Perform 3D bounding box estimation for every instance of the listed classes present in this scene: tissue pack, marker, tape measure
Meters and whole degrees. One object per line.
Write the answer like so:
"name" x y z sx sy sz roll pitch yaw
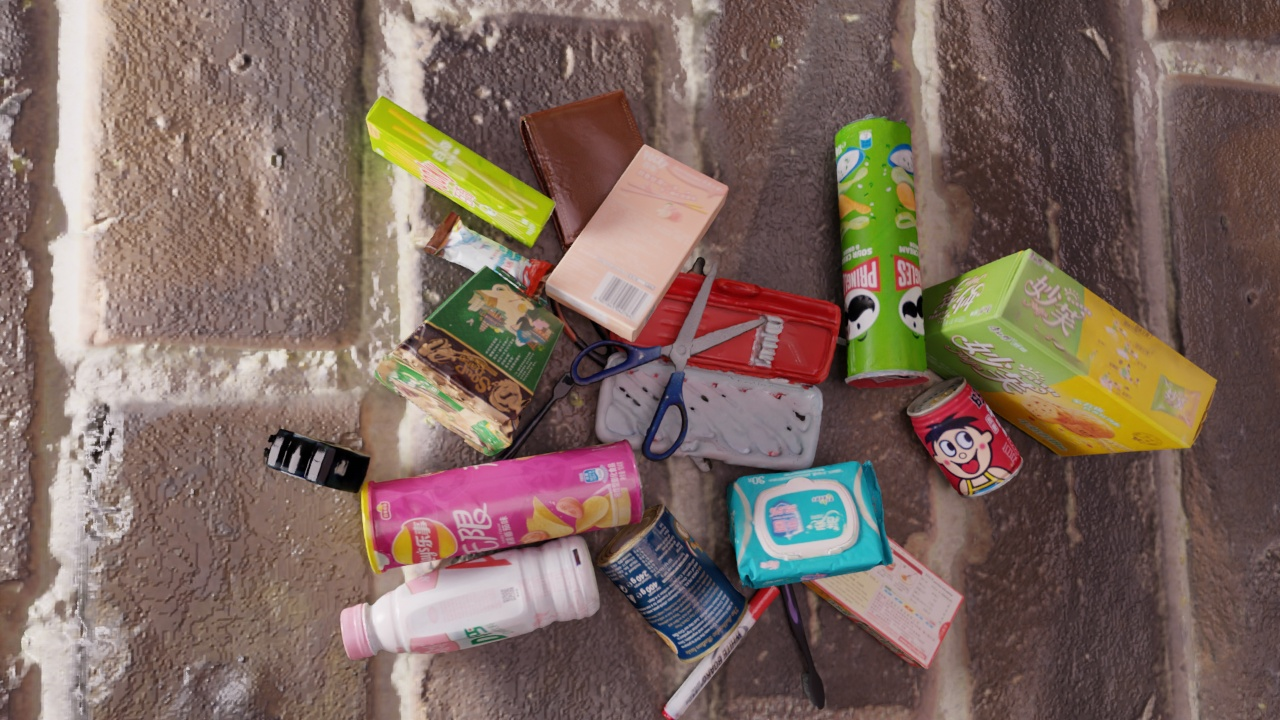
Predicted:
"tissue pack" 0.141 0.138 0.777 0.133 0.050 0.093 -8 64 -2
"marker" 0.070 0.251 0.794 0.017 0.017 0.145 43 77 -6
"tape measure" -0.245 0.078 0.710 0.066 0.066 0.033 15 80 24

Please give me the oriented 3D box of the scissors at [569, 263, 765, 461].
"scissors" 0.023 0.003 0.755 0.162 0.012 0.174 2 94 -9

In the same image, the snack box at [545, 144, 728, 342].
"snack box" -0.001 -0.098 0.752 0.084 0.026 0.157 29 69 10

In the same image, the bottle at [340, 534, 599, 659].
"bottle" -0.134 0.192 0.728 0.196 0.068 0.068 -12 88 -10

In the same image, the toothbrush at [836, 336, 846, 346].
"toothbrush" 0.151 -0.029 0.836 0.180 0.016 0.016 17 79 -11

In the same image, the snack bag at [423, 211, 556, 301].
"snack bag" -0.126 -0.085 0.773 0.104 0.026 0.048 30 67 -9

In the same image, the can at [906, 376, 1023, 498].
"can" 0.294 0.069 0.835 0.066 0.066 0.094 -36 94 -14

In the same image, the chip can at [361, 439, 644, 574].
"chip can" -0.106 0.112 0.723 0.210 0.071 0.071 -9 87 -10

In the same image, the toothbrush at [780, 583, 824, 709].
"toothbrush" 0.133 0.216 0.816 0.014 0.017 0.189 -13 85 -24

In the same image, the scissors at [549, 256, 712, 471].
"scissors" -0.002 0.002 0.799 0.189 0.015 0.225 21 80 -11

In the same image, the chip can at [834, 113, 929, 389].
"chip can" 0.213 -0.095 0.818 0.072 0.072 0.235 2 79 -13

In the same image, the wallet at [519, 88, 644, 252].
"wallet" -0.040 -0.167 0.798 0.101 0.032 0.124 -20 91 -17

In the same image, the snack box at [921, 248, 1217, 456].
"snack box" 0.358 0.002 0.809 0.210 0.158 0.070 32 75 -9

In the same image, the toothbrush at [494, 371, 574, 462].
"toothbrush" -0.113 0.081 0.768 0.015 0.018 0.181 41 80 -12

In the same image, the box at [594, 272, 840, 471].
"box" 0.067 0.009 0.790 0.201 0.039 0.158 10 96 -13

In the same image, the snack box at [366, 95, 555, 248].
"snack box" -0.145 -0.149 0.743 0.156 0.086 0.026 31 80 -9

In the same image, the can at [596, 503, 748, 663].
"can" 0.025 0.182 0.759 0.075 0.075 0.111 -42 95 -13

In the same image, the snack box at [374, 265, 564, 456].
"snack box" -0.127 -0.003 0.730 0.118 0.118 0.105 38 66 -10

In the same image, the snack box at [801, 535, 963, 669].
"snack box" 0.210 0.199 0.821 0.156 0.027 0.077 38 71 -7
